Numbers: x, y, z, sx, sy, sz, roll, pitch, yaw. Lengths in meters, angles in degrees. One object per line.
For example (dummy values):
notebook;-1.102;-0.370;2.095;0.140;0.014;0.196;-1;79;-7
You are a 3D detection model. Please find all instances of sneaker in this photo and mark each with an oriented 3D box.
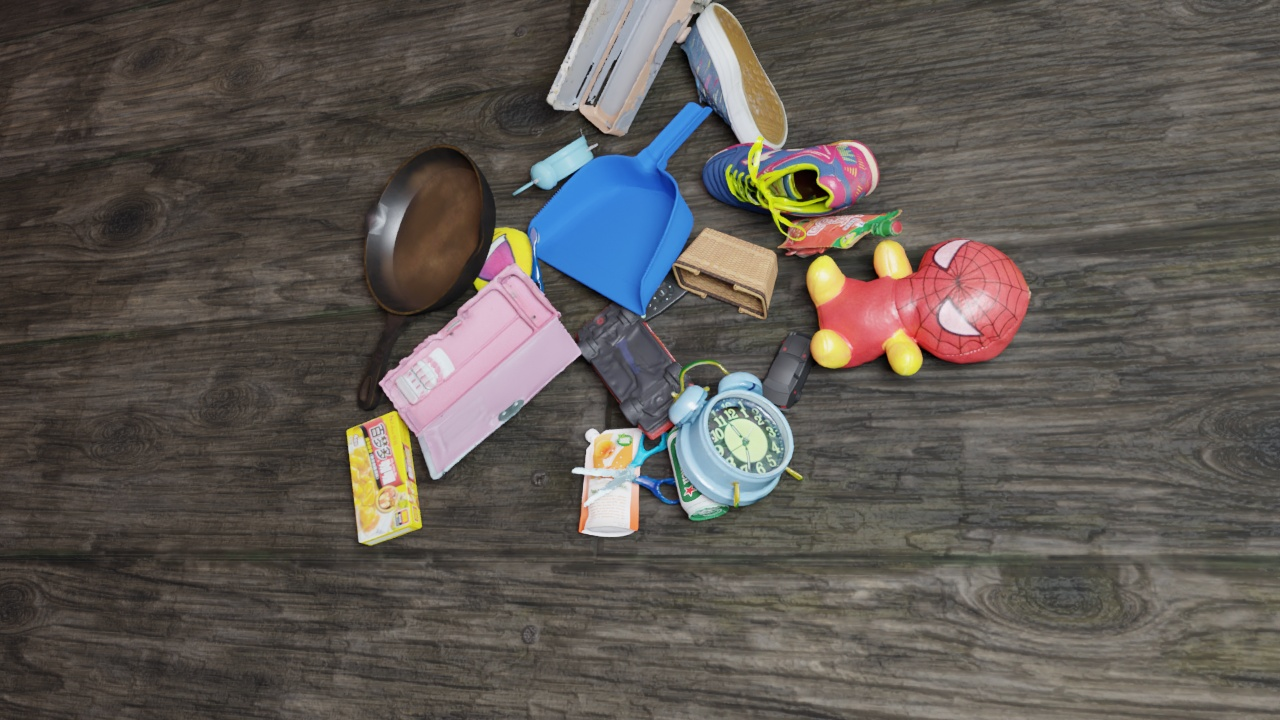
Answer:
sneaker;0.111;-0.334;1.139;0.079;0.087;0.235;-37;57;36
sneaker;0.140;-0.198;1.008;0.090;0.116;0.242;-38;27;-29

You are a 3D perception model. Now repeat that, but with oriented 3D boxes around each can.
can;0.061;0.116;0.982;0.053;0.053;0.101;-19;64;13

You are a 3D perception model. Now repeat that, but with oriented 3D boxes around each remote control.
remote control;0.045;-0.092;1.094;0.125;0.010;0.039;-37;61;4

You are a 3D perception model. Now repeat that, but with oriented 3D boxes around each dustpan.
dustpan;0.003;-0.203;1.107;0.257;0.059;0.246;-48;45;-9

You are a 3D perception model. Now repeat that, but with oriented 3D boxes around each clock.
clock;0.091;0.072;0.950;0.117;0.060;0.162;-19;69;-32
clock;-0.114;-0.248;1.179;0.123;0.087;0.042;-33;104;-1

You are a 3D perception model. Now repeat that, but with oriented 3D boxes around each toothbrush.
toothbrush;-0.130;-0.100;1.144;0.021;0.016;0.132;-1;91;12

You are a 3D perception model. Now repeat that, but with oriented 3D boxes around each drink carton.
drink carton;-0.033;0.132;1.026;0.069;0.039;0.122;-5;62;17

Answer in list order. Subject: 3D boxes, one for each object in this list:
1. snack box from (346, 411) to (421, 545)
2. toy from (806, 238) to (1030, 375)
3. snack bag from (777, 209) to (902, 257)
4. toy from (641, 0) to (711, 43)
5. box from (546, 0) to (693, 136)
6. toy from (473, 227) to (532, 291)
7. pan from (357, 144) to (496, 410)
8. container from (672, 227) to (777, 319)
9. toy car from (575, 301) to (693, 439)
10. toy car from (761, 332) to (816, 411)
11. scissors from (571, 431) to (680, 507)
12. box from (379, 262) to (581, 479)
snack box;-0.317;0.144;1.131;0.075;0.025;0.152;-21;64;12
toy;0.282;-0.054;0.940;0.217;0.098;0.147;-5;78;20
snack bag;0.219;-0.135;0.981;0.087;0.044;0.155;-30;17;-23
toy;0.040;-0.453;1.201;0.176;0.076;0.132;-51;23;13
box;-0.018;-0.394;1.152;0.107;0.094;0.217;33;116;4
toy;-0.177;-0.125;1.174;0.094;0.041;0.095;44;98;25
pan;-0.291;-0.104;1.193;0.249;0.043;0.356;18;90;39
container;0.102;-0.101;1.042;0.114;0.063;0.061;23;75;20
toy car;-0.006;0.006;1.043;0.081;0.056;0.189;-40;50;4
toy car;0.161;0.009;0.996;0.042;0.036;0.091;21;78;26
scissors;-0.006;0.132;1.000;0.132;0.015;0.110;-31;70;-22
box;-0.189;0.015;1.107;0.233;0.059;0.179;-40;60;5
